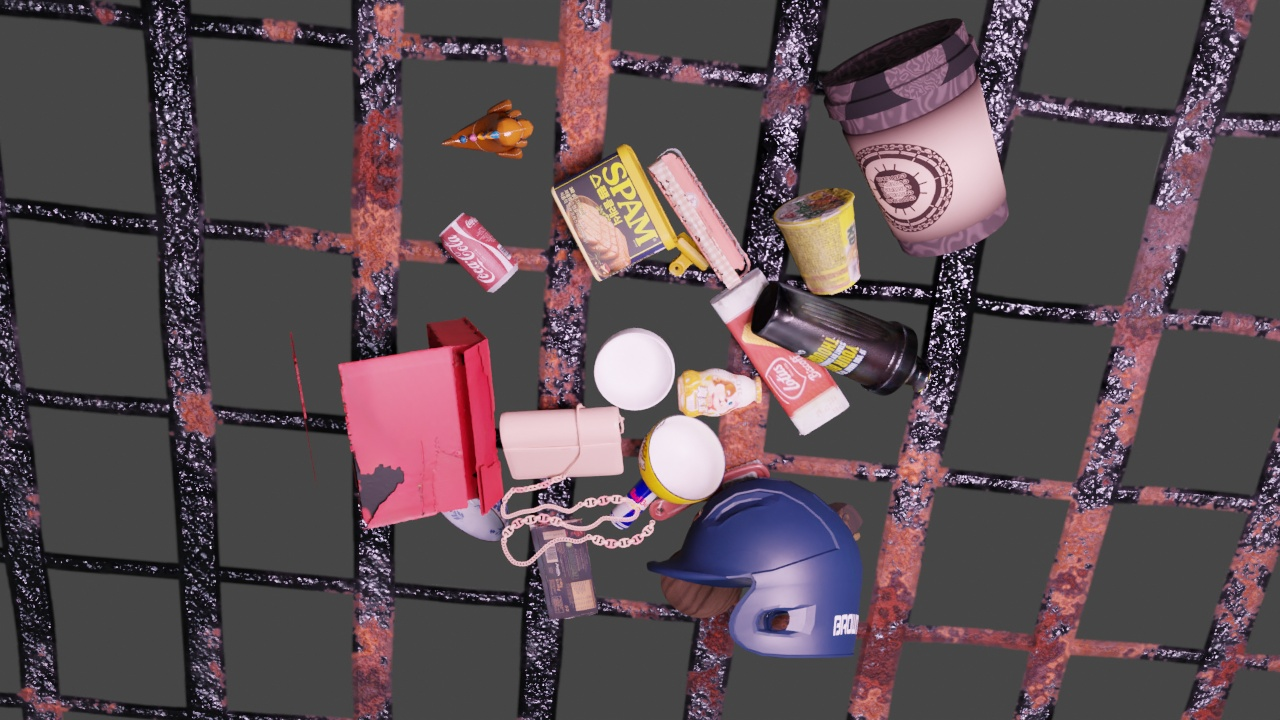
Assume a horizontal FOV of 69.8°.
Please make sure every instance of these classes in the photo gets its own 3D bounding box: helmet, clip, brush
[{"bbox_3d":[0.144,0.261,1.175,0.272,0.232,0.222,-3,73,12],"label":"helmet"},{"bbox_3d":[0.058,-0.129,1.164,0.054,0.045,0.048,41,79,-13],"label":"clip"},{"bbox_3d":[0.093,0.178,1.260,0.172,0.030,0.041,-20,107,5],"label":"brush"}]

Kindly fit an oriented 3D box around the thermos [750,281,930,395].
[{"bbox_3d":[0.249,-0.027,1.142,0.220,0.098,0.098,20,107,-14],"label":"thermos"}]

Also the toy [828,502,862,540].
[{"bbox_3d":[0.274,0.245,1.267,0.076,0.062,0.100,-22,113,-13],"label":"toy"}]

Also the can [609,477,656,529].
[{"bbox_3d":[-0.003,0.191,1.264,0.032,0.032,0.095,38,104,-11],"label":"can"}]

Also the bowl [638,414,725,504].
[{"bbox_3d":[0.047,0.137,1.217,0.117,0.117,0.068,36,147,-10],"label":"bowl"}]

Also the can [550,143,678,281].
[{"bbox_3d":[-0.031,-0.177,1.117,0.104,0.075,0.135,-26,95,11],"label":"can"}]

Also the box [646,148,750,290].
[{"bbox_3d":[0.075,-0.173,1.129,0.054,0.078,0.187,-18,113,48],"label":"box"}]

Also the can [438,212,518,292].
[{"bbox_3d":[-0.203,-0.135,1.151,0.054,0.054,0.096,-41,103,12],"label":"can"}]

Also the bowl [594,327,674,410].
[{"bbox_3d":[-0.007,0.007,1.195,0.105,0.054,0.105,1,109,2],"label":"bowl"}]

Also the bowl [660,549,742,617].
[{"bbox_3d":[0.089,0.321,1.306,0.119,0.032,0.119,0,108,0],"label":"bowl"}]

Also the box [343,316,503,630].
[{"bbox_3d":[-0.227,0.100,1.043,0.107,0.409,0.212,-1,108,2],"label":"box"}]

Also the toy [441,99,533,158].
[{"bbox_3d":[-0.181,-0.266,1.085,0.103,0.090,0.071,-16,108,-16],"label":"toy"}]

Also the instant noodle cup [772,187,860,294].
[{"bbox_3d":[0.225,-0.143,1.128,0.102,0.102,0.108,-19,116,6],"label":"instant noodle cup"}]

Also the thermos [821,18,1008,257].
[{"bbox_3d":[0.326,-0.249,1.058,0.173,0.172,0.226,-25,112,8],"label":"thermos"}]

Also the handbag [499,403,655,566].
[{"bbox_3d":[-0.086,0.149,1.169,0.199,0.186,0.117,-3,148,0],"label":"handbag"}]

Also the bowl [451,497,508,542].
[{"bbox_3d":[-0.222,0.192,1.248,0.114,0.045,0.114,18,140,16],"label":"bowl"}]

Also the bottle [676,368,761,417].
[{"bbox_3d":[0.103,0.041,1.200,0.109,0.063,0.063,-4,108,1],"label":"bottle"}]

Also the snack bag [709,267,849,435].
[{"bbox_3d":[0.183,-0.008,1.197,0.077,0.041,0.225,-34,103,8],"label":"snack bag"}]

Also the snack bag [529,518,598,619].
[{"bbox_3d":[-0.107,0.298,1.307,0.074,0.018,0.155,-7,108,3],"label":"snack bag"}]
